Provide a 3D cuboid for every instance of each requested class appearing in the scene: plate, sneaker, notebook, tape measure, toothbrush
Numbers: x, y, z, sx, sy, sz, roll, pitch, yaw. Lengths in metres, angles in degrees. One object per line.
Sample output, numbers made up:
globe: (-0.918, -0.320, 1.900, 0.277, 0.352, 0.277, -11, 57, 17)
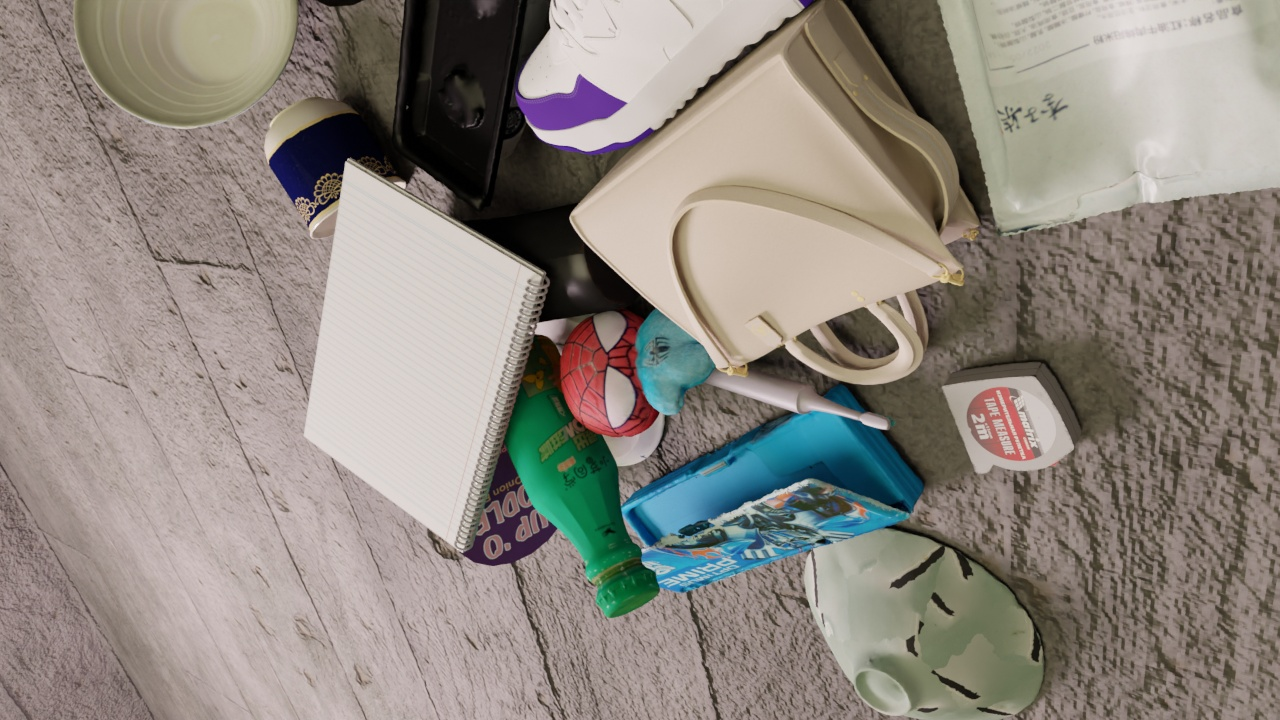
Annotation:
plate: (-0.048, 0.020, 0.732, 0.157, 0.014, 0.157, 23, 131, 29)
sneaker: (-0.008, -0.192, 0.461, 0.111, 0.091, 0.245, 25, 146, -35)
notebook: (-0.166, 0.005, 0.663, 0.178, 0.013, 0.246, 31, 121, 18)
tape measure: (0.208, 0.032, 0.514, 0.062, 0.020, 0.060, -13, 109, 44)
toothbrush: (0.081, 0.017, 0.582, 0.188, 0.019, 0.018, 18, 109, 50)

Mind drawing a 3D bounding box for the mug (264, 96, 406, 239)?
mug: (-0.251, -0.156, 0.742, 0.089, 0.085, 0.112, 58, 163, -4)

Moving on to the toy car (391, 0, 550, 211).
toy car: (-0.096, -0.202, 0.576, 0.094, 0.071, 0.192, 36, 135, 18)

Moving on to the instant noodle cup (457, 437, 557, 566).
instant noodle cup: (-0.141, 0.086, 0.785, 0.122, 0.121, 0.137, 26, 136, 46)

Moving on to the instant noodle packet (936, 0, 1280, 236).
instant noodle packet: (0.185, -0.185, 0.373, 0.147, 0.057, 0.269, -4, 120, 45)

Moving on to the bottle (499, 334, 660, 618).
bottle: (-0.051, 0.082, 0.665, 0.209, 0.068, 0.068, 61, 142, 21)

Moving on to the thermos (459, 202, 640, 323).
thermos: (-0.102, -0.062, 0.663, 0.219, 0.105, 0.106, -5, 114, 37)

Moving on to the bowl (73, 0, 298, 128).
bowl: (-0.345, -0.265, 0.725, 0.177, 0.058, 0.176, 0, 91, 3)

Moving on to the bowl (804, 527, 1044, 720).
bowl: (0.176, 0.202, 0.627, 0.174, 0.067, 0.174, 22, 132, 26)

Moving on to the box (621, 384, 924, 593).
box: (0.068, 0.114, 0.644, 0.092, 0.085, 0.244, 52, 138, -3)

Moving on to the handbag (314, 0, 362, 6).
handbag: (-0.214, -0.324, 0.570, 0.199, 0.102, 0.198, 27, 133, 24)

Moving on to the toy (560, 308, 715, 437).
toy: (-0.004, 0.004, 0.622, 0.133, 0.062, 0.092, -20, 72, 40)

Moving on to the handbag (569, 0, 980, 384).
handbag: (0.089, -0.063, 0.510, 0.198, 0.101, 0.195, 48, 139, -14)
